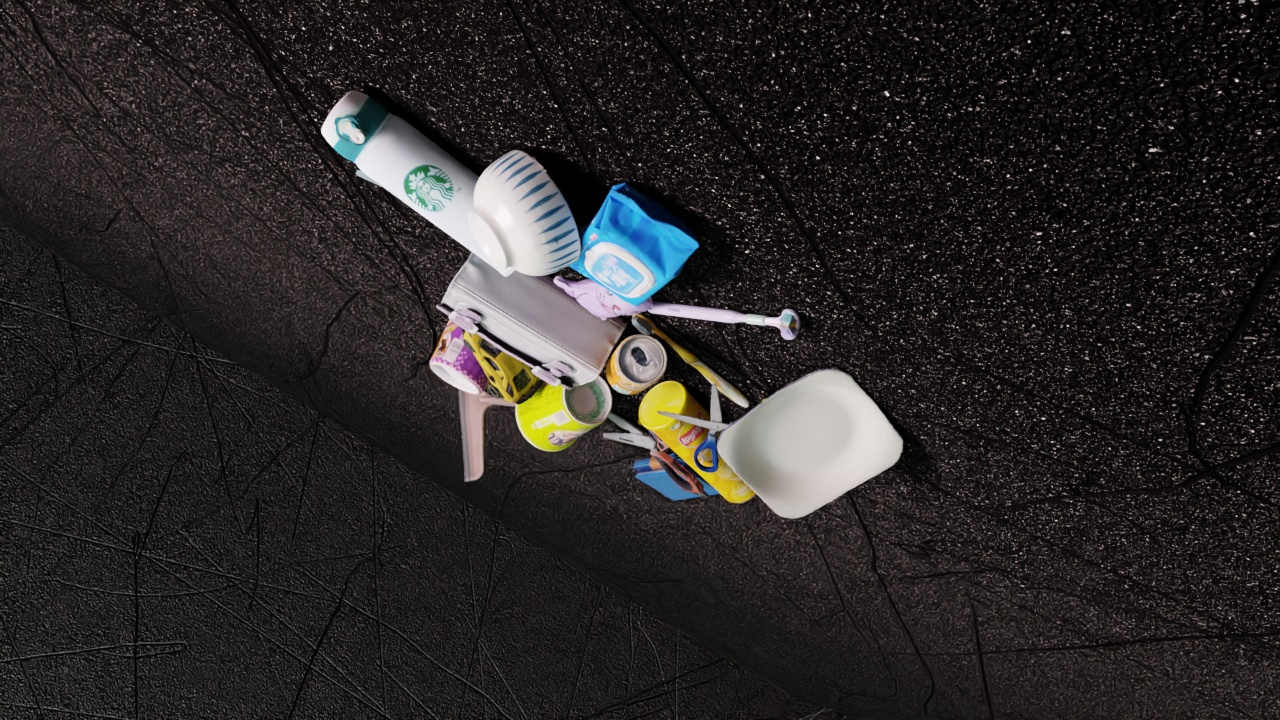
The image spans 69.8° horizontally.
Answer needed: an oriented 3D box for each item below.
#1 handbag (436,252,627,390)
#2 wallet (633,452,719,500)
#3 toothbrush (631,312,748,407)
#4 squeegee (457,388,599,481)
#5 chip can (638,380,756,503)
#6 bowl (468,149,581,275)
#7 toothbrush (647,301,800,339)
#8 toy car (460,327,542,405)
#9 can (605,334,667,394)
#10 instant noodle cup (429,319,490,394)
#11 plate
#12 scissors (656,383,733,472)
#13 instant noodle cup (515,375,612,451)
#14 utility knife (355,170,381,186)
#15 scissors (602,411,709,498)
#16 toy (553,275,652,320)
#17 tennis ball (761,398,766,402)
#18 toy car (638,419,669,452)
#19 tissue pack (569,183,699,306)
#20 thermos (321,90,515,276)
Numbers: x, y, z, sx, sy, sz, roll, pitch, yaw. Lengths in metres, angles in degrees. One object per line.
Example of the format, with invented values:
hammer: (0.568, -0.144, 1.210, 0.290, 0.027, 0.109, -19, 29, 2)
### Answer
handbag: (-0.136, -0.047, 1.091, 0.197, 0.098, 0.145, 32, 165, -10)
wallet: (0.061, 0.187, 1.470, 0.106, 0.040, 0.133, 35, 150, -23)
toothbrush: (0.060, 0.004, 1.059, 0.191, 0.018, 0.016, 38, 141, -24)
squeegee: (-0.155, 0.072, 1.382, 0.249, 0.247, 0.040, 13, 144, -38)
chip can: (0.084, 0.111, 1.215, 0.072, 0.072, 0.213, 8, 153, 44)
bowl: (-0.114, -0.126, 0.841, 0.116, 0.066, 0.117, 46, 157, 25)
toothbrush: (0.077, -0.045, 0.920, 0.189, 0.029, 0.021, 10, -169, 43)
toy car: (-0.188, -0.008, 1.239, 0.041, 0.071, 0.156, 20, 145, 45)
can: (-0.006, 0.006, 1.055, 0.058, 0.058, 0.146, 29, 172, -3)
instant noodle cup: (-0.236, -0.013, 1.291, 0.111, 0.099, 0.112, 24, 162, 9)
plate: (0.178, 0.084, 0.977, 0.164, 0.034, 0.164, -34, 120, 17)
scissors: (0.102, 0.084, 1.121, 0.162, 0.012, 0.173, 0, 137, 5)
instant noodle cup: (-0.102, 0.065, 1.308, 0.111, 0.111, 0.124, 36, 150, -20)
utility knife: (-0.223, -0.167, 1.019, 0.223, 0.013, 0.029, 25, 160, 10)
scissors: (0.026, 0.129, 1.375, 0.227, 0.015, 0.189, 44, 147, 0)
toy: (-0.034, -0.070, 0.972, 0.084, 0.039, 0.108, 34, 161, -34)
tennis ball: (0.157, 0.072, 1.029, 0.065, 0.065, 0.065, 25, 160, 9)
toy car: (0.025, 0.095, 1.263, 0.056, 0.037, 0.122, 54, -179, 1)
tissue pack: (-0.010, -0.102, 0.846, 0.095, 0.052, 0.157, 32, 160, -10)
thermos: (-0.203, -0.173, 0.900, 0.224, 0.073, 0.073, 36, 159, -20)
